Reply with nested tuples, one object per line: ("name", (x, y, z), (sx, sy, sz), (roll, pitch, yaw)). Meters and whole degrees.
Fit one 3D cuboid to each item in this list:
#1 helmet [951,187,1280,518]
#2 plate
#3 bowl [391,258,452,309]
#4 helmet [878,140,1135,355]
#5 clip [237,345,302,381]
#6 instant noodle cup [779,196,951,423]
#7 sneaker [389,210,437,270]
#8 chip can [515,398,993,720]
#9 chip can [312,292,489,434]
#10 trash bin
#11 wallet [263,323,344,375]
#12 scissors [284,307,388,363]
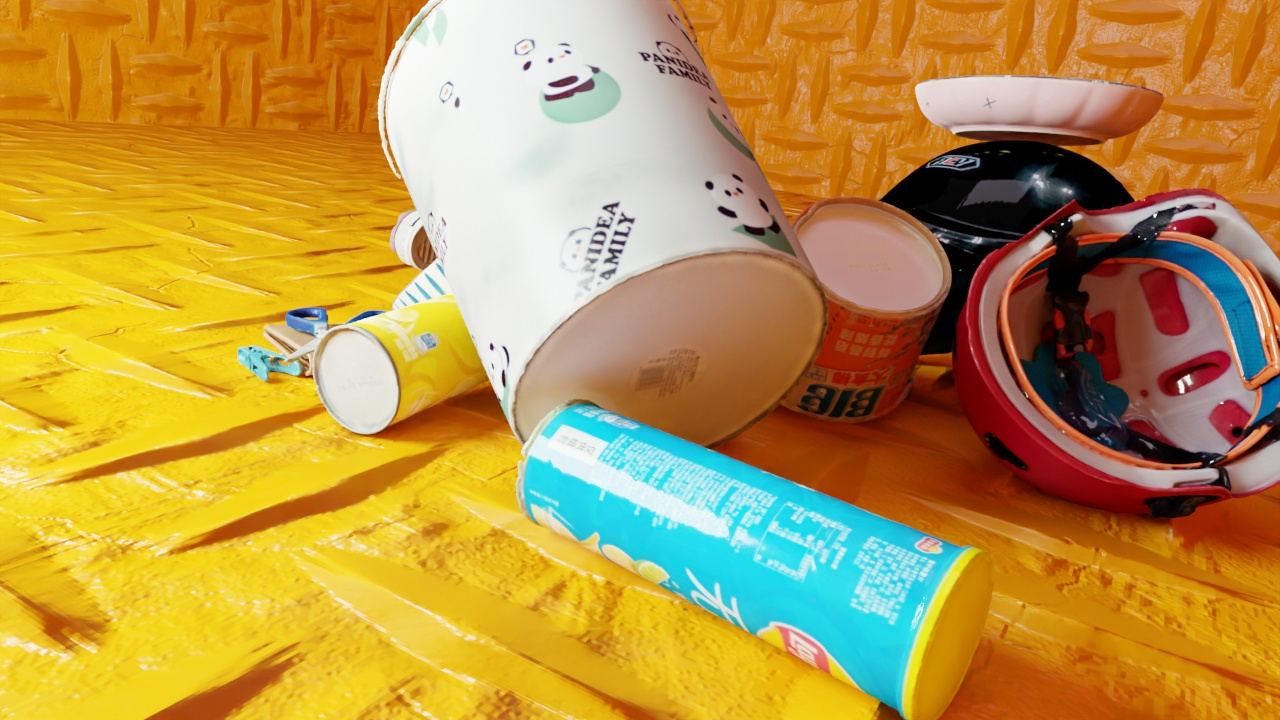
("helmet", (0.305, 0.011, 0.602), (0.240, 0.144, 0.206), (-11, 63, -10))
("plate", (0.328, -0.206, 0.770), (0.192, 0.039, 0.192), (5, 10, -1))
("bowl", (-0.144, -0.058, 0.778), (0.066, 0.117, 0.116), (49, 18, -5))
("helmet", (0.316, -0.078, 0.796), (0.274, 0.230, 0.233), (43, -1, -28))
("clip", (-0.268, 0.001, 0.654), (0.055, 0.013, 0.037), (21, 21, 36))
("instant noodle cup", (0.156, -0.044, 0.697), (0.151, 0.112, 0.151), (5, 52, -7))
("sneaker", (-0.173, -0.136, 1.004), (0.240, 0.118, 0.088), (-5, 29, -47))
("chip can", (0.041, 0.080, 0.411), (0.210, 0.071, 0.071), (18, 20, 36))
("chip can", (-0.127, -0.015, 0.644), (0.072, 0.072, 0.212), (15, 21, 24))
("trash bin", (-0.022, -0.083, 0.563), (0.229, 0.230, 0.251), (-2, 49, -29))
("wallet", (-0.226, -0.013, 0.713), (0.101, 0.020, 0.115), (-4, 17, -39))
("scissors", (-0.218, -0.019, 0.674), (0.143, 0.012, 0.170), (-7, 18, -41))
